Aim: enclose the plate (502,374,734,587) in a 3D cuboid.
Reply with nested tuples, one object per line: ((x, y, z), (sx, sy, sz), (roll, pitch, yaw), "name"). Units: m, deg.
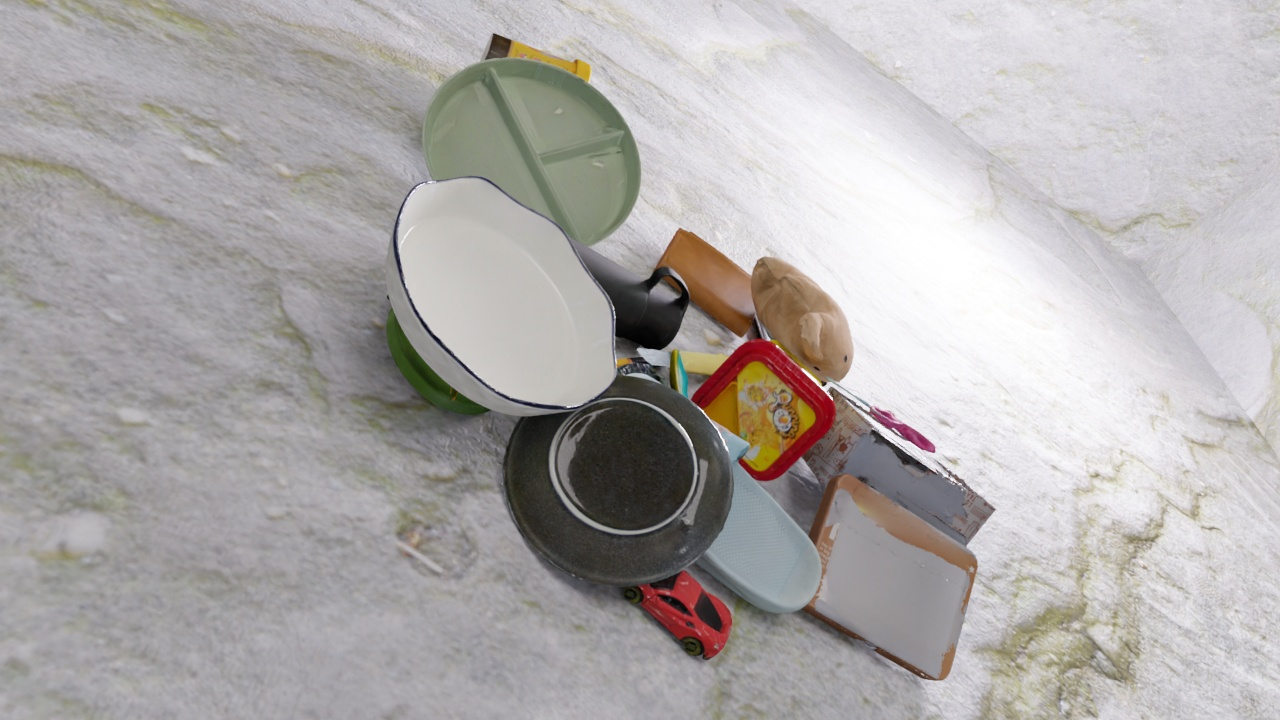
((-0.015, 0.082, 0.700), (0.179, 0.024, 0.179), (4, 58, -7), "plate")

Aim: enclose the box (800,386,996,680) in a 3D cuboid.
((0.242, 0.153, 0.892), (0.179, 0.133, 0.270), (33, 38, -14), "box")

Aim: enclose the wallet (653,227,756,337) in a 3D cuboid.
((0.087, -0.101, 1.097), (0.130, 0.035, 0.118), (36, 36, -7), "wallet")

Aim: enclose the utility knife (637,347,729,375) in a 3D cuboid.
((0.057, 0.000, 0.937), (0.031, 0.021, 0.208), (60, 21, 20), "utility knife")

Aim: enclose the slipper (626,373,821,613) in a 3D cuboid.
((0.060, 0.111, 0.757), (0.245, 0.074, 0.103), (44, 58, -3), "slipper")

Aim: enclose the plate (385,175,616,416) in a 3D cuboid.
((-0.106, -0.045, 0.695), (0.204, 0.046, 0.204), (31, 40, -30), "plate")

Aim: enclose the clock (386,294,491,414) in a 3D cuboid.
((-0.128, -0.024, 0.742), (0.116, 0.056, 0.160), (58, 33, 5), "clock")

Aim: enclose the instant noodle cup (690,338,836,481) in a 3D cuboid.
((0.126, 0.039, 0.914), (0.116, 0.116, 0.123), (43, 21, 3), "instant noodle cup")

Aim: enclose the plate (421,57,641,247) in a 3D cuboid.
((-0.109, -0.209, 0.941), (0.230, 0.028, 0.229), (8, 66, -18), "plate")

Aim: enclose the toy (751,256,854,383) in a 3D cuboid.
((0.184, -0.035, 0.994), (0.143, 0.082, 0.225), (47, 8, -19), "toy")

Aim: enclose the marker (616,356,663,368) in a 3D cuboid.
((-0.005, 0.005, 0.891), (0.123, 0.018, 0.015), (-8, 57, -52), "marker")

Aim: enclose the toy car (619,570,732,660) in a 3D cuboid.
((0.025, 0.180, 0.703), (0.106, 0.031, 0.049), (40, 31, 1), "toy car")

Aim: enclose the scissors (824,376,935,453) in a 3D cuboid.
((0.245, 0.055, 0.923), (0.131, 0.017, 0.133), (31, 6, -10), "scissors")

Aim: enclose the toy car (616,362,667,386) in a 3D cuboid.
((0.010, 0.057, 0.831), (0.054, 0.037, 0.120), (-9, 67, -50), "toy car")

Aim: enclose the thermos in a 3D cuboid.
((-0.058, -0.086, 0.856), (0.242, 0.090, 0.068), (24, 30, -37), "thermos")

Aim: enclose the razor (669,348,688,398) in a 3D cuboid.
((0.049, 0.049, 0.855), (0.028, 0.043, 0.132), (-12, 69, -20), "razor")

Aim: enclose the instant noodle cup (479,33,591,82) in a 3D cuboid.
((-0.132, -0.303, 1.042), (0.114, 0.119, 0.118), (19, 38, -19), "instant noodle cup")

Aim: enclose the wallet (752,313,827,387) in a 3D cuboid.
((0.178, -0.028, 1.127), (0.096, 0.020, 0.122), (18, 40, -24), "wallet")
